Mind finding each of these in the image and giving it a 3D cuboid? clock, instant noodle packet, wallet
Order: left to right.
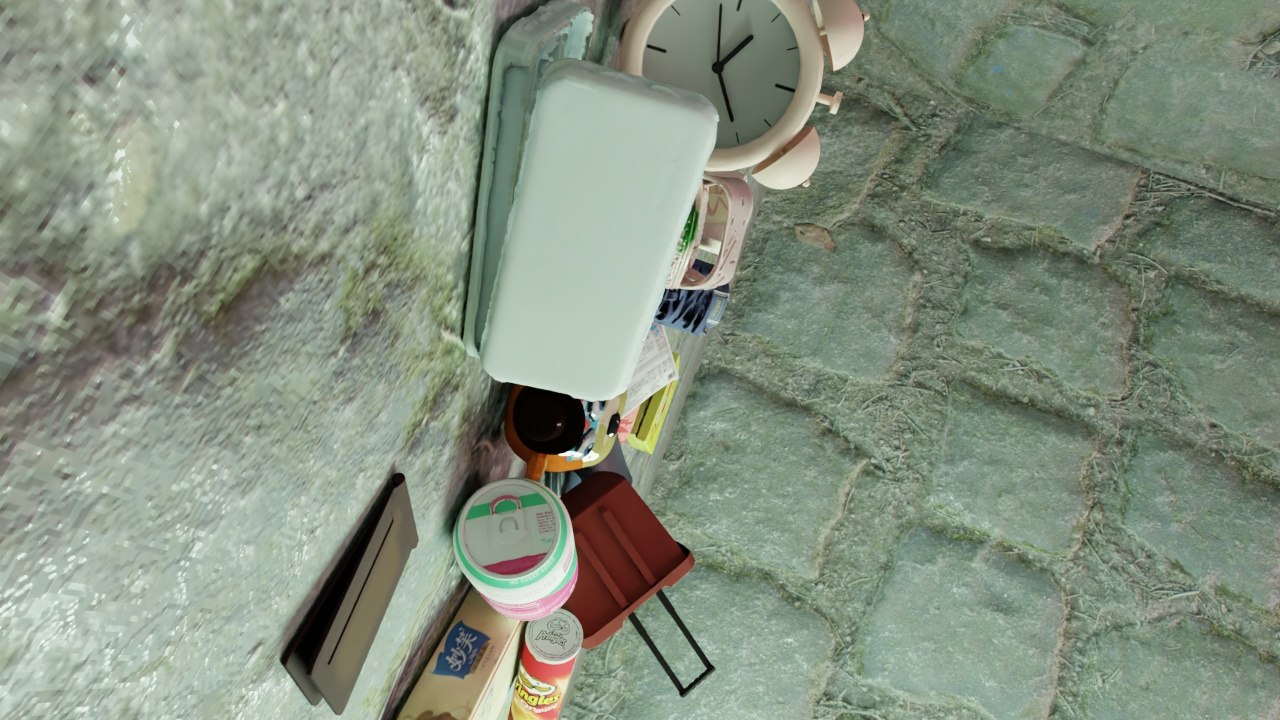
[{"bbox_3d":[-0.156,0.133,0.518,0.092,0.018,0.115,100,11,-55],"label":"wallet"},{"bbox_3d":[-0.006,0.006,1.002,0.133,0.026,0.087,-34,113,-46],"label":"instant noodle packet"},{"bbox_3d":[0.057,-0.197,0.617,0.086,0.160,0.131,-54,163,-67],"label":"clock"}]

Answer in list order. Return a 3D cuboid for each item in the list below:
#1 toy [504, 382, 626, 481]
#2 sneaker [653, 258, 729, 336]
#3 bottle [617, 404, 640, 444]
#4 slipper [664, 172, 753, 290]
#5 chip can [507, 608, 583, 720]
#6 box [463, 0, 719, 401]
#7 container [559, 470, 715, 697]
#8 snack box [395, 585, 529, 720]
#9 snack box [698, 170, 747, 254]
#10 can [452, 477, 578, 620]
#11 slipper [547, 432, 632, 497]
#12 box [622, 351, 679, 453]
[{"bbox_3d":[-0.060,0.036,0.719,0.175,0.096,0.112,-8,116,-70],"label":"toy"},{"bbox_3d":[0.022,-0.064,0.906,0.233,0.118,0.091,-26,136,-80],"label":"sneaker"},{"bbox_3d":[-0.036,0.063,1.069,0.062,0.062,0.138,-42,152,-76],"label":"bottle"},{"bbox_3d":[0.054,-0.106,0.748,0.239,0.064,0.094,-64,166,-79],"label":"slipper"},{"bbox_3d":[-0.097,0.316,0.892,0.215,0.052,0.051,106,8,-45],"label":"chip can"},{"bbox_3d":[-0.041,-0.087,0.524,0.105,0.130,0.212,-82,-169,-50],"label":"box"},{"bbox_3d":[-0.019,0.226,0.912,0.147,0.201,0.127,-35,-168,-19],"label":"container"},{"bbox_3d":[-0.156,0.295,0.808,0.206,0.055,0.154,-63,171,-52],"label":"snack box"},{"bbox_3d":[0.059,-0.169,0.997,0.093,0.095,0.079,20,91,-84],"label":"snack box"},{"bbox_3d":[-0.096,0.152,0.732,0.166,0.088,0.088,94,17,-67],"label":"can"},{"bbox_3d":[-0.050,0.143,1.020,0.101,0.082,0.264,-61,161,-56],"label":"slipper"},{"bbox_3d":[-0.002,0.051,1.215,0.221,0.083,0.124,72,38,-77],"label":"box"}]
